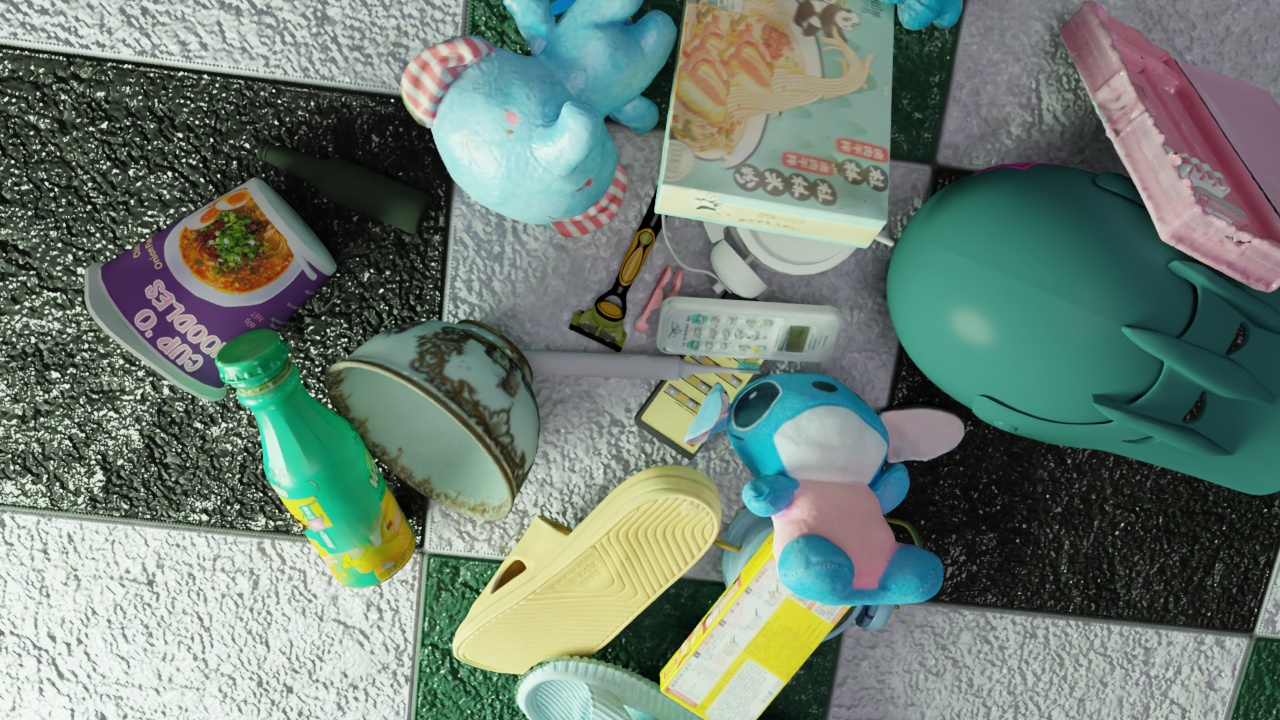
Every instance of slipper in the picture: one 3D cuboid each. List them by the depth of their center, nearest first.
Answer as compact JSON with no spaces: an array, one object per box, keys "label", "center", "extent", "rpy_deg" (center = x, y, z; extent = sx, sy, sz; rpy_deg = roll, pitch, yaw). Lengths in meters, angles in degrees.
[{"label":"slipper","center":[-0.042,0.157,0.705],"extent":[0.099,0.078,0.264],"rpy_deg":[33,120,-24]},{"label":"slipper","center":[0.024,0.318,0.740],"extent":[0.276,0.069,0.116],"rpy_deg":[22,131,-10]}]

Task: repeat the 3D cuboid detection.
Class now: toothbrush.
[{"label":"toothbrush","center":[-0.004,0.004,0.693],"extent":[0.188,0.018,0.019],"rpy_deg":[2,104,5]}]

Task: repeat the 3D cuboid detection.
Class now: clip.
[{"label":"clip","center":[0.011,-0.043,0.694],"extent":[0.045,0.023,0.060],"rpy_deg":[-6,109,-2]}]

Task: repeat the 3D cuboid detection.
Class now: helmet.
[{"label":"helmet","center":[0.305,-0.024,0.615],"extent":[0.274,0.200,0.176],"rpy_deg":[23,101,-7]}]

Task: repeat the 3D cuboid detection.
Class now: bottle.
[{"label":"bottle","center":[-0.230,0.072,0.652],"extent":[0.068,0.068,0.210],"rpy_deg":[-16,125,2]},{"label":"bottle","center":[-0.213,-0.128,0.659],"extent":[0.123,0.033,0.033],"rpy_deg":[22,101,-6]}]

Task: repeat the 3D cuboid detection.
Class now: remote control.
[{"label":"remote control","center":[0.079,-0.025,0.678],"extent":[0.133,0.022,0.050],"rpy_deg":[3,134,-5]},{"label":"remote control","center":[0.055,0.010,0.710],"extent":[0.058,0.013,0.133],"rpy_deg":[33,100,-9]}]

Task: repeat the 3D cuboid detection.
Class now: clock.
[{"label":"clock","center":[0.095,-0.109,0.664],"extent":[0.159,0.061,0.120],"rpy_deg":[-10,101,5]},{"label":"clock","center":[0.140,0.162,0.725],"extent":[0.162,0.060,0.118],"rpy_deg":[-15,103,4]}]

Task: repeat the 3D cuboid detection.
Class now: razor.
[{"label":"razor","center":[-0.004,-0.078,0.686],"extent":[0.044,0.021,0.144],"rpy_deg":[25,99,-7]}]

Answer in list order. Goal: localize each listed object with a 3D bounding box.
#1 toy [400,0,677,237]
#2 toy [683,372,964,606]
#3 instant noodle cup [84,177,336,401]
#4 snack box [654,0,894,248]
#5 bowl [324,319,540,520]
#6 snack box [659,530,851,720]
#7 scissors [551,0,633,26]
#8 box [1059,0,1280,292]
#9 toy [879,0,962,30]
[{"label":"toy","center":[-0.051,-0.166,0.609],"extent":[0.181,0.114,0.183],"rpy_deg":[-39,127,18]},{"label":"toy","center":[0.142,0.088,0.656],"extent":[0.223,0.191,0.099],"rpy_deg":[6,137,-23]},{"label":"instant noodle cup","center":[-0.287,-0.058,0.631],"extent":[0.122,0.137,0.122],"rpy_deg":[-39,87,-3]},{"label":"snack box","center":[0.092,-0.177,0.607],"extent":[0.141,0.044,0.193],"rpy_deg":[9,69,-3]},{"label":"bowl","center":[-0.132,0.028,0.657],"extent":[0.160,0.160,0.093],"rpy_deg":[43,58,-10]},{"label":"snack box","center":[0.088,0.207,0.692],"extent":[0.075,0.025,0.152],"rpy_deg":[34,102,-7]},{"label":"scissors","center":[-0.014,-0.265,0.644],"extent":[0.126,0.013,0.125],"rpy_deg":[-25,104,0]},{"label":"box","center":[0.372,-0.131,0.590],"extent":[0.179,0.232,0.040],"rpy_deg":[18,136,-13]},{"label":"toy","center":[0.197,-0.279,0.613],"extent":[0.092,0.062,0.132],"rpy_deg":[34,78,-10]}]
